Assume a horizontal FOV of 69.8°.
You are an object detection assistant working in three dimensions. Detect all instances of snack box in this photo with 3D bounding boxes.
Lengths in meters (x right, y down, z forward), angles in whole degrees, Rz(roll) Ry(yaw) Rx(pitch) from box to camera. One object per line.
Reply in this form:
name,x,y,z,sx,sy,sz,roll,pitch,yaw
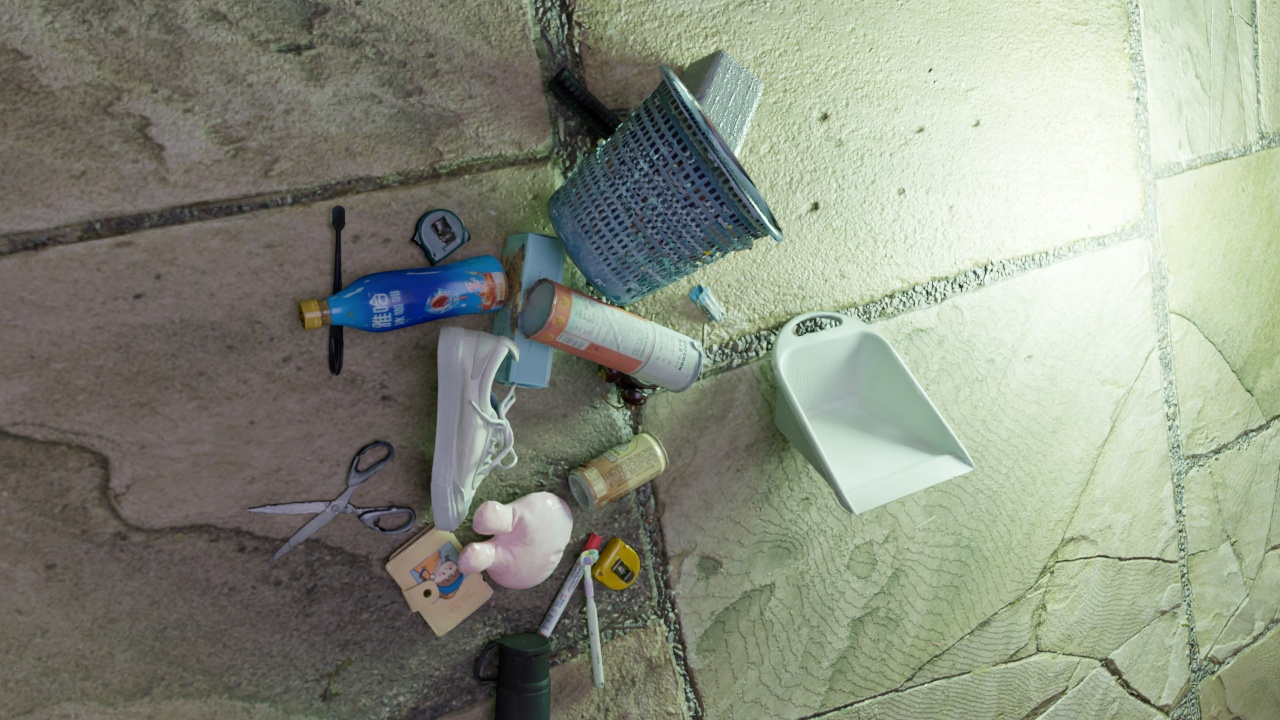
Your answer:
snack box,-0.131,-0.057,1.051,0.051,0.074,0.175,8,90,-30

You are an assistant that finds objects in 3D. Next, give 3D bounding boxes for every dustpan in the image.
dustpan,0.292,0.049,1.229,0.222,0.258,0.143,-14,124,-27

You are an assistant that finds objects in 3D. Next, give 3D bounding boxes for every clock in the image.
clock,-0.007,0.007,1.135,0.082,0.055,0.121,48,69,-24

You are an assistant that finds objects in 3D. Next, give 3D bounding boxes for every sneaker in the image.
sneaker,-0.178,0.078,0.995,0.090,0.089,0.243,5,115,-9

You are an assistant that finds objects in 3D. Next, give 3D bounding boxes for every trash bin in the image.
trash bin,0.014,-0.172,1.009,0.195,0.226,0.226,-34,114,15

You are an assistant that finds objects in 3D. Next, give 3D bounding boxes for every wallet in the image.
wallet,-0.232,0.250,1.051,0.087,0.024,0.115,-39,112,-26

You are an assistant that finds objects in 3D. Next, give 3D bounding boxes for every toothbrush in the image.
toothbrush,-0.324,-0.074,0.978,0.015,0.018,0.181,-2,97,-39
toothbrush,-0.058,0.326,1.144,0.029,0.020,0.190,-16,110,-41

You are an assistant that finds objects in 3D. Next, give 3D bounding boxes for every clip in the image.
clip,0.090,-0.072,1.204,0.026,0.043,0.058,-50,122,-20

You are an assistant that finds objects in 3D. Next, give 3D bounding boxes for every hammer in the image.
hammer,0.008,-0.241,1.125,0.300,0.033,0.129,40,92,-21

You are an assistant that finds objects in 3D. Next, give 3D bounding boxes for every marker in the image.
marker,-0.089,0.280,1.135,0.017,0.017,0.145,35,78,-27

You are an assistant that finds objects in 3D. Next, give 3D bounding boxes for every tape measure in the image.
tape measure,-0.028,0.261,1.160,0.057,0.029,0.060,42,74,-26
tape measure,-0.223,-0.141,1.022,0.058,0.025,0.054,-42,113,-20

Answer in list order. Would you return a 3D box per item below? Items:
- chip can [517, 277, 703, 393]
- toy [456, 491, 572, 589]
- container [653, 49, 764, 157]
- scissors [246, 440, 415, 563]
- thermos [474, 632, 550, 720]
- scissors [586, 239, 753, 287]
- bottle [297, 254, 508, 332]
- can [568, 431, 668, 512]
chip can,-0.030,-0.025,1.033,0.214,0.071,0.071,21,84,-36
toy,-0.143,0.206,1.059,0.159,0.054,0.121,23,89,-52
container,0.087,-0.313,1.145,0.090,0.090,0.114,30,76,-28
scissors,-0.326,0.156,0.995,0.180,0.014,0.159,22,83,-27
thermos,-0.153,0.451,1.093,0.090,0.068,0.242,2,92,4
scissors,0.030,-0.150,1.130,0.227,0.015,0.189,25,99,-19
bottle,-0.252,-0.068,0.985,0.218,0.065,0.065,-13,100,-29
can,-0.027,0.137,1.133,0.116,0.059,0.058,-26,106,-25
